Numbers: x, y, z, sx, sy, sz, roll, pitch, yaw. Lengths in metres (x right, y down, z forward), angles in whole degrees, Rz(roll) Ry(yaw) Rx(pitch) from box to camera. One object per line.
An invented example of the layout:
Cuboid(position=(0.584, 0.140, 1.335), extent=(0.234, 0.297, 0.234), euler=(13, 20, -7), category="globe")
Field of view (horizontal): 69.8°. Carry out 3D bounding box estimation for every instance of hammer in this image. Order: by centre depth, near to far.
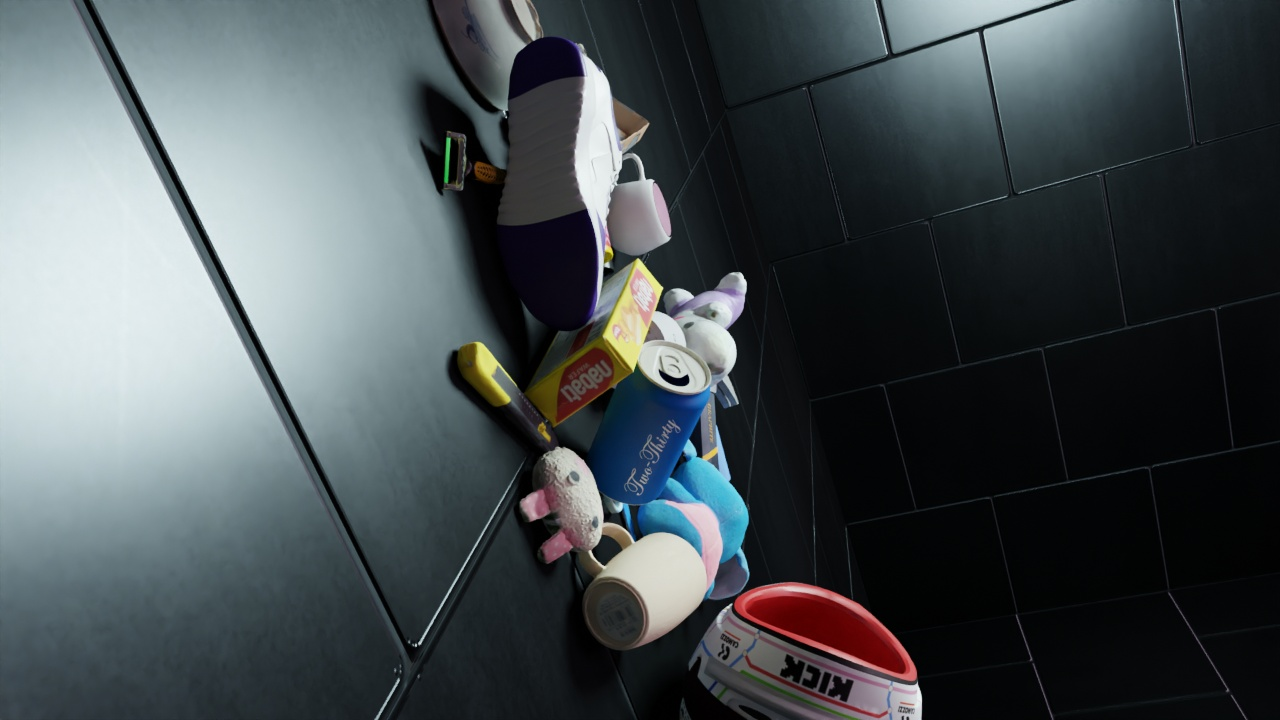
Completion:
Cuboid(position=(0.078, 0.138, 1.178), extent=(0.139, 0.035, 0.312), euler=(16, 63, -41), category="hammer")

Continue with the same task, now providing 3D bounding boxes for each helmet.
Cuboid(position=(0.152, 0.361, 0.914), extent=(0.314, 0.231, 0.236), euler=(11, 97, -78), category="helmet")

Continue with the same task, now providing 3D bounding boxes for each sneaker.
Cuboid(position=(-0.063, -0.151, 0.816), extent=(0.111, 0.092, 0.244), euler=(-21, 112, -71), category="sneaker")

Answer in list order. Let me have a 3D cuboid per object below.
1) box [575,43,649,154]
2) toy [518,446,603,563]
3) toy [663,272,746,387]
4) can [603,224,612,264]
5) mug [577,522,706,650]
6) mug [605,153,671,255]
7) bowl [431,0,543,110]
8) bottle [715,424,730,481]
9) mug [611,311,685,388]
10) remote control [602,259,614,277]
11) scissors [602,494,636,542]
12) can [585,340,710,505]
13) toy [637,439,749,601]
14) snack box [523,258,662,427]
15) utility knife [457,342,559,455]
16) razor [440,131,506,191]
Cuboid(position=(-0.062, -0.315, 1.114), extent=(0.157, 0.071, 0.216), euler=(59, 19, -14), category="box")
Cuboid(position=(-0.058, 0.112, 0.740), extent=(0.112, 0.050, 0.087), euler=(-35, 107, -56), category="toy")
Cuboid(position=(0.061, -0.026, 1.121), extent=(0.085, 0.138, 0.208), euler=(65, 27, -24), category="toy")
Cuboid(position=(-0.071, -0.151, 0.894), extent=(0.066, 0.067, 0.124), euler=(21, 56, -72), category="can")
Cuboid(position=(-0.009, 0.192, 0.799), extent=(0.111, 0.085, 0.104), euler=(50, 23, 12), category="mug")
Cuboid(position=(-0.013, -0.190, 1.123), extent=(0.090, 0.076, 0.124), euler=(-1, 78, -75), category="mug")
Cuboid(position=(-0.129, -0.311, 0.838), extent=(0.150, 0.057, 0.150), euler=(-18, 90, -72), category="bowl")
Cuboid(position=(0.084, 0.107, 1.257), extent=(0.048, 0.048, 0.131), euler=(-29, 104, -74), category="bottle")
Cuboid(position=(-0.006, 0.006, 0.988), extent=(0.096, 0.083, 0.119), euler=(-12, 116, -75), category="mug")
Cuboid(position=(-0.055, -0.168, 1.057), extent=(0.045, 0.021, 0.140), euler=(22, 54, -73), category="remote control")
Cuboid(position=(-0.019, 0.129, 0.925), extent=(0.130, 0.014, 0.125), euler=(-25, 101, -74), category="scissors")
Cuboid(position=(0.006, 0.059, 0.831), extent=(0.078, 0.079, 0.146), euler=(-83, -167, -54), category="can")
Cuboid(position=(0.053, 0.175, 1.010), extent=(0.191, 0.099, 0.224), euler=(-35, 106, -64), category="toy")
Cuboid(position=(-0.038, -0.022, 0.834), extent=(0.042, 0.092, 0.200), euler=(49, 22, -14), category="snack box")
Cuboid(position=(-0.086, 0.055, 0.748), extent=(0.234, 0.020, 0.028), euler=(58, 25, -53), category="utility knife")
Cuboid(position=(-0.131, -0.157, 0.768), extent=(0.144, 0.021, 0.044), euler=(-14, 109, -75), category="razor")
